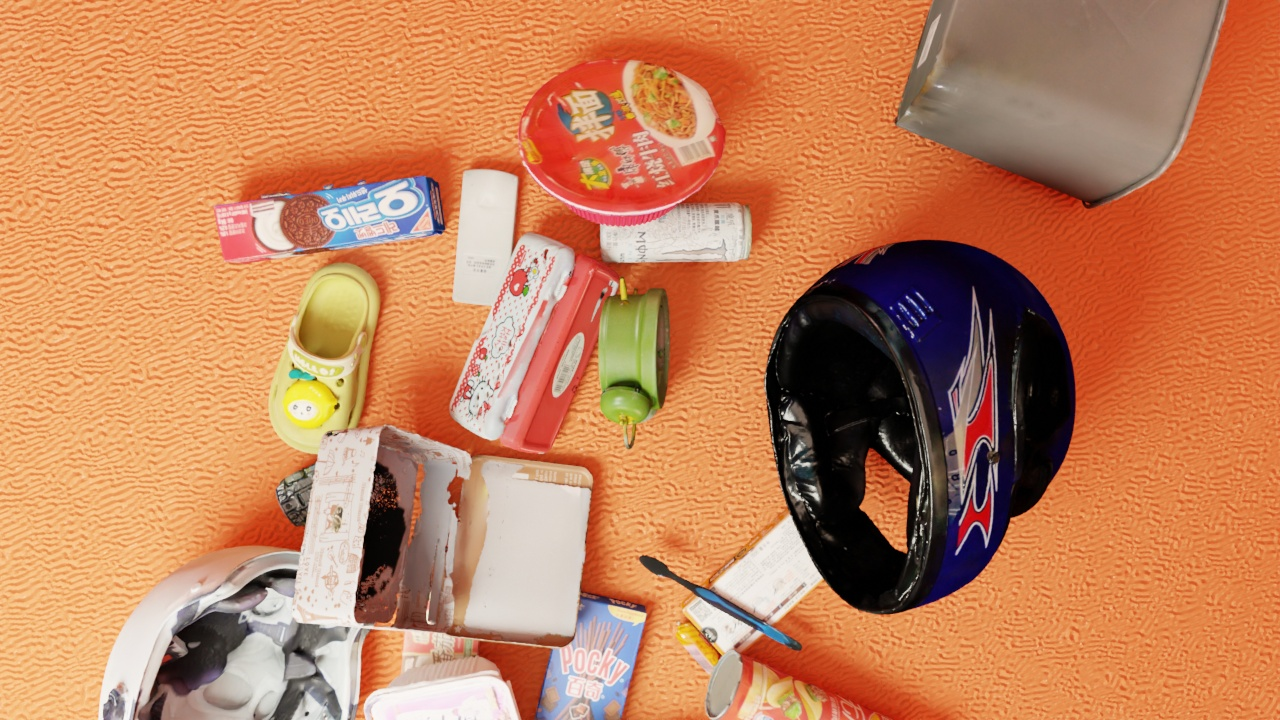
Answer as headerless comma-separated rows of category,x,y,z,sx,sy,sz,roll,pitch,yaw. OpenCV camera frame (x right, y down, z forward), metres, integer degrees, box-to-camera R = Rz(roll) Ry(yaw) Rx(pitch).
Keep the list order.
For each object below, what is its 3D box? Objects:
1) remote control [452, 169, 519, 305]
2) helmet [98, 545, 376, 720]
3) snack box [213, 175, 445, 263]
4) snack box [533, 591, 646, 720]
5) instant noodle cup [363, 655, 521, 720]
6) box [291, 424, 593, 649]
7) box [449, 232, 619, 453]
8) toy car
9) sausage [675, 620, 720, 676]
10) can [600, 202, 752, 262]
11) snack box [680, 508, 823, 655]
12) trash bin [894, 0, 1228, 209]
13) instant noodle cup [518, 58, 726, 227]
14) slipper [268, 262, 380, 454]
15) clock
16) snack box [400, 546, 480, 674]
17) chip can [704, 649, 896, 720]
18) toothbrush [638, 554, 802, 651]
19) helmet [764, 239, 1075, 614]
remote control,-0.154,-0.123,0.918,0.056,0.019,0.135,5,91,-2
helmet,-0.383,0.286,0.837,0.146,0.228,0.258,13,84,39
snack box,-0.299,-0.138,0.894,0.207,0.057,0.058,-9,94,-3
snack box,-0.053,0.317,0.928,0.084,0.026,0.157,14,91,-3
instant noodle cup,-0.178,0.360,0.886,0.138,0.060,0.173,-10,112,0
box,-0.180,0.170,0.867,0.272,0.131,0.179,15,70,-30
box,-0.110,-0.019,0.900,0.101,0.095,0.201,24,92,24
toy car,-0.299,0.119,0.911,0.120,0.037,0.054,-28,91,-12
sausage,0.090,0.328,0.937,0.021,0.021,0.165,-41,93,-1
can,0.034,-0.126,0.907,0.146,0.058,0.058,-1,91,-2
snack box,0.122,0.228,0.934,0.153,0.026,0.075,-42,93,-1
trash bin,0.377,-0.275,0.861,0.220,0.198,0.199,17,88,5
instant noodle cup,-0.017,-0.197,0.873,0.194,0.066,0.193,0,60,0
slipper,-0.310,-0.004,0.886,0.091,0.081,0.190,14,88,0
clock,-0.005,0.005,0.882,0.056,0.116,0.161,1,88,9
snack box,-0.198,0.265,0.922,0.075,0.025,0.153,6,91,-3
chip can,0.173,0.359,0.905,0.216,0.073,0.073,25,90,-9
toothbrush,0.080,0.241,0.914,0.189,0.016,0.014,30,81,-5
helmet,0.265,0.048,0.832,0.239,0.248,0.315,-11,95,-28
